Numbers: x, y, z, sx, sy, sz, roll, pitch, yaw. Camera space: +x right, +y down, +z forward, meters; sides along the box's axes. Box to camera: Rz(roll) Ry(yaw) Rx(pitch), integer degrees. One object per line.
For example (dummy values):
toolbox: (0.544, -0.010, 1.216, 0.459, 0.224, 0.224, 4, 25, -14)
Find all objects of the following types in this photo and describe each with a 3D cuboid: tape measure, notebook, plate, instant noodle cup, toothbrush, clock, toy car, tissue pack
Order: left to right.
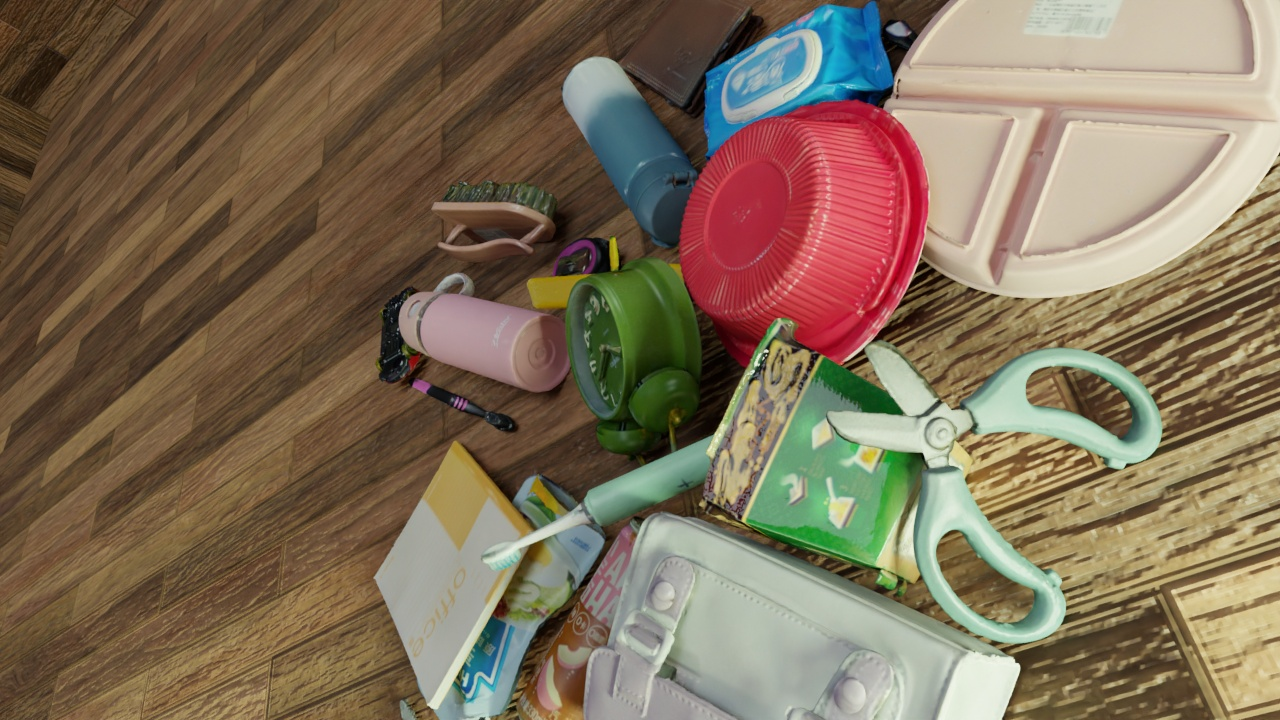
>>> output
toy car: (-0.241, -0.024, 0.928, 0.049, 0.031, 0.106, -28, 50, 30)
notebook: (-0.154, 0.158, 0.731, 0.146, 0.010, 0.206, -60, 30, 0)
toothbrush: (-0.171, 0.037, 0.842, 0.189, 0.017, 0.014, 16, 81, 48)
tape measure: (-0.046, -0.074, 0.769, 0.058, 0.039, 0.057, -19, 56, 35)
clock: (-0.004, 0.004, 0.642, 0.116, 0.056, 0.161, -47, 57, 61)
toothbrush: (-0.001, 0.084, 0.589, 0.224, 0.027, 0.026, -24, 38, 2)
instant noodle cup: (0.089, -0.087, 0.602, 0.194, 0.065, 0.193, -24, 60, 48)
tissue pack: (0.111, -0.203, 0.686, 0.157, 0.052, 0.094, -19, 56, 35)
plate: (0.241, -0.149, 0.532, 0.230, 0.028, 0.229, -15, 66, 37)

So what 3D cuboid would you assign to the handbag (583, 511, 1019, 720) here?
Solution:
handbag: (0.070, 0.179, 0.484, 0.197, 0.098, 0.145, 16, 88, 44)

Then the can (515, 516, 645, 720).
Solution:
can: (-0.020, 0.177, 0.593, 0.058, 0.058, 0.147, 32, 91, 47)

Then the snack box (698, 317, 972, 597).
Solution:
snack box: (0.114, 0.059, 0.506, 0.106, 0.118, 0.117, 23, 85, 35)

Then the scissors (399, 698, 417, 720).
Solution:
scissors: (-0.140, 0.331, 0.649, 0.189, 0.015, 0.222, -41, 46, 19)

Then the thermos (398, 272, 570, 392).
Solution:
thermos: (-0.139, -0.030, 0.816, 0.199, 0.067, 0.087, 16, 71, 47)

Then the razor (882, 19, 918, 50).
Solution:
razor: (0.203, -0.202, 0.623, 0.043, 0.022, 0.142, -42, 45, 16)

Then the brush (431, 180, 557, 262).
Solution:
brush: (-0.135, -0.128, 0.867, 0.146, 0.063, 0.073, 10, 70, 43)

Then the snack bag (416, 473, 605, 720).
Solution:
snack bag: (-0.102, 0.185, 0.681, 0.110, 0.038, 0.191, 34, 93, 41)

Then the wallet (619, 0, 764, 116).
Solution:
wallet: (0.041, -0.278, 0.810, 0.101, 0.032, 0.124, -52, 42, 11)

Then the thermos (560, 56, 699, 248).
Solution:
thermos: (-0.007, -0.179, 0.775, 0.070, 0.070, 0.220, -43, 46, 17)

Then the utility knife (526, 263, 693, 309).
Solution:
utility knife: (-0.021, -0.058, 0.725, 0.155, 0.015, 0.033, -1, 76, 21)

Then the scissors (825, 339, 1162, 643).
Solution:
scissors: (0.181, 0.041, 0.443, 0.178, 0.173, 0.019, -36, 6, -4)
